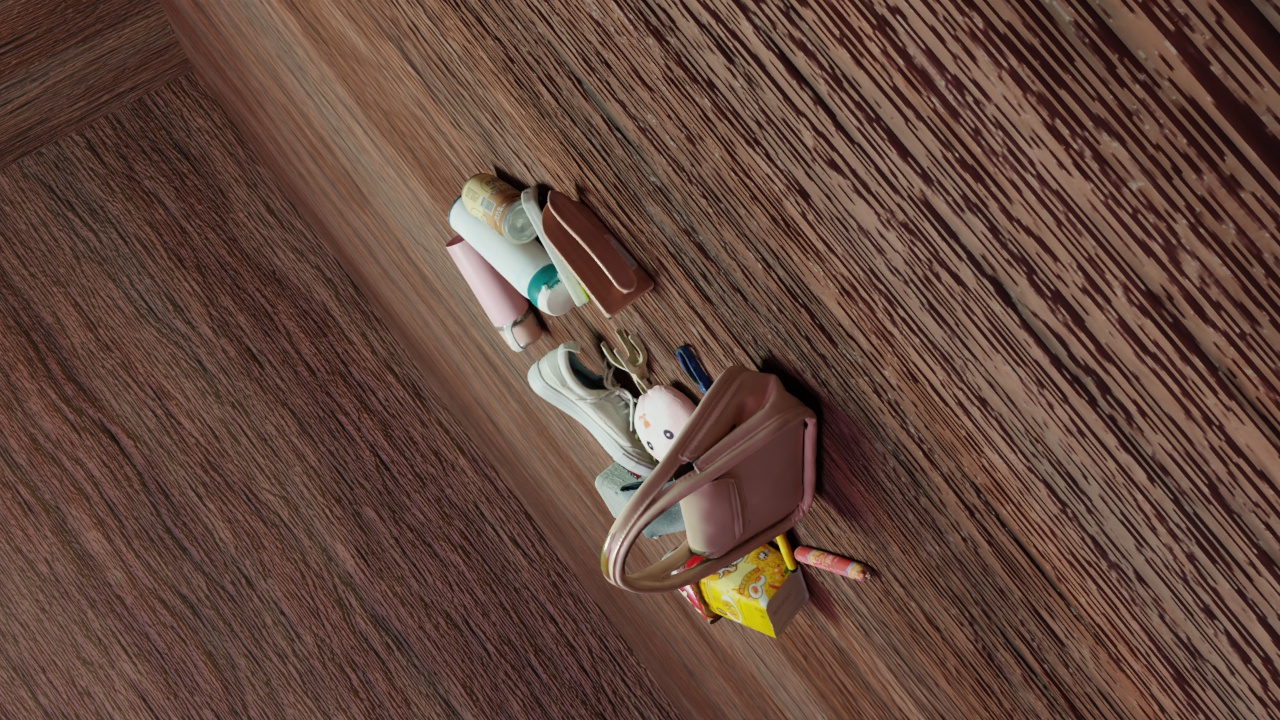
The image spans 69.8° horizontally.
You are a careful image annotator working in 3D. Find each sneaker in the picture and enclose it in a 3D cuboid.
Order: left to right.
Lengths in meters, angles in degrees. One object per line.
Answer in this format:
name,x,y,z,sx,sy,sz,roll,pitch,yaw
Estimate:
sneaker,-0.037,0.063,1.270,0.242,0.091,0.089,41,-154,-19

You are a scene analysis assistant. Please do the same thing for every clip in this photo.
clip,-0.014,0.002,1.154,0.084,0.034,0.104,34,162,40

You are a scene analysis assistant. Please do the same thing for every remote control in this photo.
remote control,-0.099,-0.137,1.096,0.058,0.021,0.150,-101,-14,-62

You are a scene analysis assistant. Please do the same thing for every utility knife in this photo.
utility knife,0.165,0.198,1.082,0.033,0.015,0.154,-96,-15,-54

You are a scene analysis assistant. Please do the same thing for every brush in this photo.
brush,-0.053,-0.117,0.976,0.145,0.063,0.073,52,167,12

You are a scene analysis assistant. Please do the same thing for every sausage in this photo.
sausage,0.211,0.224,1.019,0.020,0.020,0.156,56,162,-9

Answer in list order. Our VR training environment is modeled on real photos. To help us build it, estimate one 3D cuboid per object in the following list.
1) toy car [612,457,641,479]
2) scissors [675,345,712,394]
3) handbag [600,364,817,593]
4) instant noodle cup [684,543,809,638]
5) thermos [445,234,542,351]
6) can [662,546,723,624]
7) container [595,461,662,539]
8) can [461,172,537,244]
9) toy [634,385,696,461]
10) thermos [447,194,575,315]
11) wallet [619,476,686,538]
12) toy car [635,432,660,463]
toy car,-0.012,0.135,1.353,0.049,0.031,0.106,43,-166,-11
scissors,0.091,0.050,1.010,0.175,0.012,0.162,52,163,-3
handbag,0.061,0.134,0.872,0.093,0.233,0.193,39,158,35
instant noodle cup,0.140,0.284,1.179,0.124,0.116,0.116,21,145,41
thermos,-0.223,-0.104,1.407,0.087,0.067,0.199,-78,-36,-62
can,0.093,0.380,1.557,0.133,0.053,0.053,44,160,28
container,0.008,0.203,1.388,0.114,0.090,0.090,20,143,55
can,-0.173,-0.191,1.147,0.116,0.058,0.058,37,156,43
toy,0.055,0.101,1.121,0.159,0.054,0.122,48,147,1
thermos,-0.166,-0.140,1.214,0.224,0.073,0.073,43,160,29
wallet,0.043,0.204,1.290,0.019,0.121,0.097,-74,-37,-52
toy car,0.027,0.120,1.238,0.090,0.035,0.042,49,177,-37
